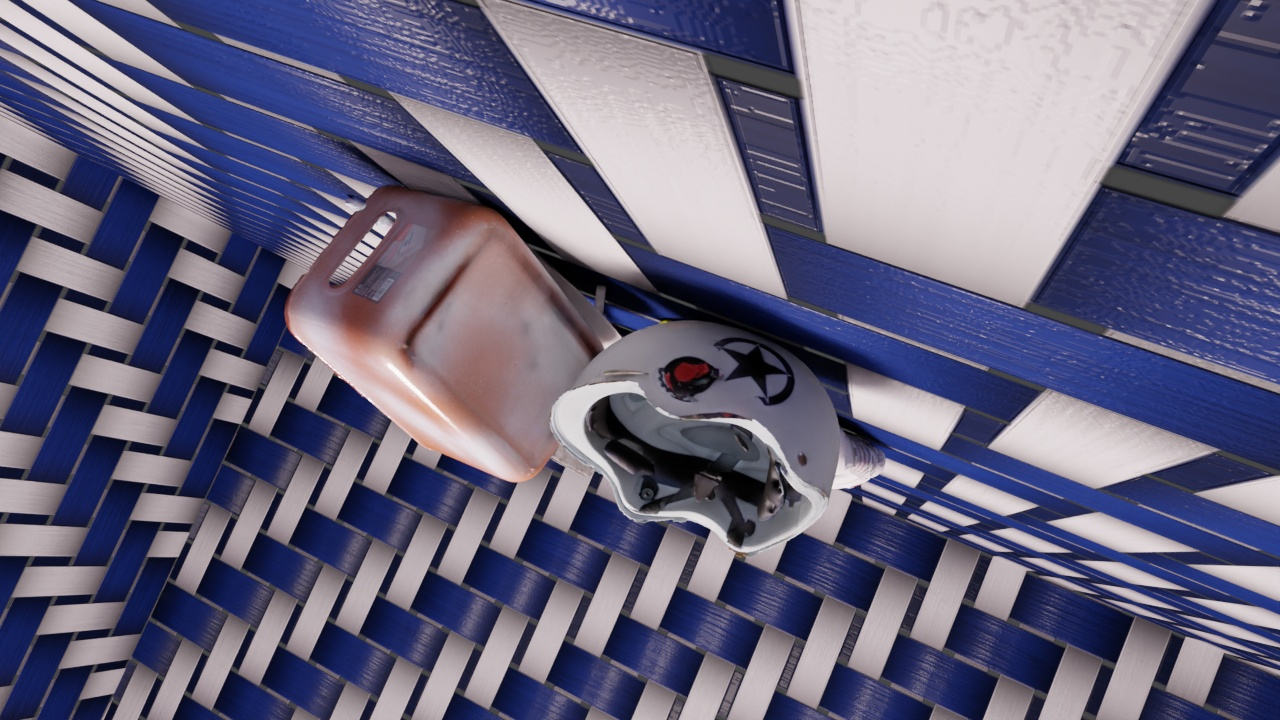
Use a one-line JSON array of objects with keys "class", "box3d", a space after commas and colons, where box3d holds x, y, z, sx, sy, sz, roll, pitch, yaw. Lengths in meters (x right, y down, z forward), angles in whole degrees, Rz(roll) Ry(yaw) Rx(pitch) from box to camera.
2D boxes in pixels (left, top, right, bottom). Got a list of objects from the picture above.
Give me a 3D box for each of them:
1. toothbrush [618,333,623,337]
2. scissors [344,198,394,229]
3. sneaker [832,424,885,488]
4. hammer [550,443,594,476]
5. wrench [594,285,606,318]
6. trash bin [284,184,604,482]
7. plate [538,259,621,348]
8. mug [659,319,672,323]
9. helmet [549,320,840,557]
[{"class": "toothbrush", "box3d": [-0.056, -0.043, 1.281, 0.166, 0.016, 0.016, 29, 172, -39]}, {"class": "scissors", "box3d": [-0.306, -0.167, 1.149, 0.171, 0.013, 0.173, 23, 177, 45]}, {"class": "sneaker", "box3d": [0.282, 0.130, 1.258, 0.104, 0.090, 0.237, 0, 161, 11]}, {"class": "hammer", "box3d": [-0.120, 0.058, 1.517, 0.079, 0.177, 0.326, 31, 178, -26]}, {"class": "wrench", "box3d": [-0.049, -0.042, 1.063, 0.018, 0.066, 0.273, 6, 171, -3]}, {"class": "trash bin", "box3d": [-0.168, -0.019, 0.875, 0.157, 0.181, 0.260, 17, 154, 39]}, {"class": "plate", "box3d": [-0.082, -0.047, 0.992, 0.188, 0.016, 0.189, 40, 166, 11]}, {"class": "mug", "box3d": [0.057, 0.013, 0.995, 0.106, 0.082, 0.083, 24, 175, -18]}, {"class": "helmet", "box3d": [0.060, 0.051, 0.868, 0.264, 0.163, 0.237, 20, 146, 7]}]
